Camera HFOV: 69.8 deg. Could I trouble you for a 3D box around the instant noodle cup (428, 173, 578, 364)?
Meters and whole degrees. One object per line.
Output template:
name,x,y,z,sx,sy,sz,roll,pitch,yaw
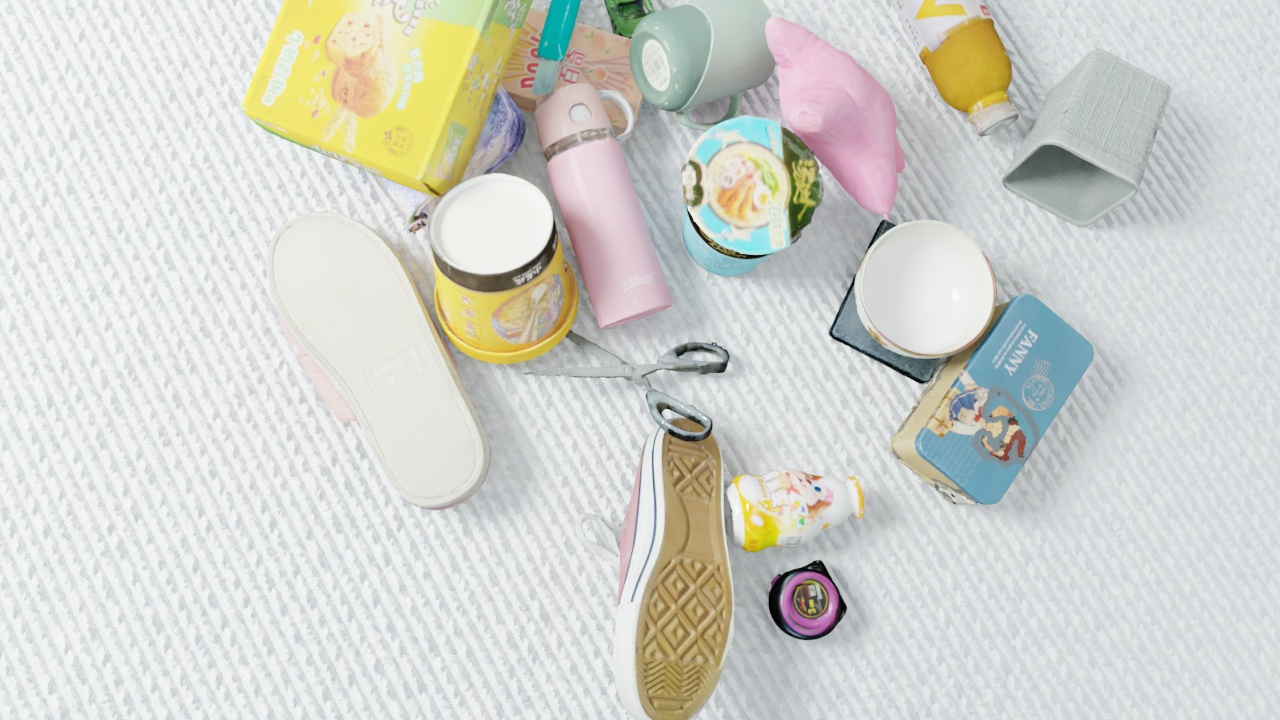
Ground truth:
instant noodle cup,-0.111,-0.075,0.722,0.118,0.115,0.118,0,62,0

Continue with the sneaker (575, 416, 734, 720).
sneaker,0.014,0.163,0.716,0.118,0.088,0.240,19,56,-23

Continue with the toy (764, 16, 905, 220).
toy,0.168,-0.198,0.761,0.075,0.194,0.178,-30,78,32

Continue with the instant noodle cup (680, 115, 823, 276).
instant noodle cup,0.079,-0.124,0.755,0.111,0.120,0.111,1,80,-5

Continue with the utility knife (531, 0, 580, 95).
utility knife,-0.072,-0.289,0.793,0.029,0.013,0.195,12,53,-6

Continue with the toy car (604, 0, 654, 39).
toy car,-0.012,-0.330,0.832,0.043,0.036,0.091,-17,85,-8

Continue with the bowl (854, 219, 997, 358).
bowl,0.229,-0.054,0.765,0.113,0.062,0.113,1,82,-5

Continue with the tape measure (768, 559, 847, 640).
tape measure,0.132,0.196,0.741,0.057,0.039,0.057,-28,82,-13

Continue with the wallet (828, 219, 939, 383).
wallet,0.232,-0.052,0.805,0.097,0.019,0.120,27,80,0

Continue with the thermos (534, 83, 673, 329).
thermos,-0.025,-0.131,0.769,0.087,0.067,0.198,-16,86,-20

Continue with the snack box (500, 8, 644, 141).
snack box,-0.071,-0.259,0.818,0.157,0.026,0.084,17,79,-1

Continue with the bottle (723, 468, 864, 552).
bottle,0.124,0.118,0.742,0.108,0.063,0.063,-7,80,-6

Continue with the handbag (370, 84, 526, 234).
handbag,-0.195,-0.222,0.773,0.134,0.075,0.194,-37,83,7

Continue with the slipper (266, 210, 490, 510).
slipper,-0.211,-0.002,0.746,0.114,0.054,0.274,-33,80,-9

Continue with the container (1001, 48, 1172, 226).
container,0.395,-0.198,0.808,0.090,0.090,0.114,29,76,1

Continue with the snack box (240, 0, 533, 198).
snack box,-0.185,-0.249,0.698,0.158,0.070,0.210,22,91,8

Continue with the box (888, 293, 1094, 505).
box,0.296,0.029,0.767,0.090,0.064,0.184,37,81,-4

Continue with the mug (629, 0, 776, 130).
mug,0.053,-0.251,0.791,0.106,0.082,0.112,-26,125,-26

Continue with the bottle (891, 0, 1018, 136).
bottle,0.282,-0.293,0.827,0.068,0.068,0.189,-22,82,-8

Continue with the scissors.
scissors,-0.003,0.008,0.755,0.159,0.014,0.181,-25,54,-33
